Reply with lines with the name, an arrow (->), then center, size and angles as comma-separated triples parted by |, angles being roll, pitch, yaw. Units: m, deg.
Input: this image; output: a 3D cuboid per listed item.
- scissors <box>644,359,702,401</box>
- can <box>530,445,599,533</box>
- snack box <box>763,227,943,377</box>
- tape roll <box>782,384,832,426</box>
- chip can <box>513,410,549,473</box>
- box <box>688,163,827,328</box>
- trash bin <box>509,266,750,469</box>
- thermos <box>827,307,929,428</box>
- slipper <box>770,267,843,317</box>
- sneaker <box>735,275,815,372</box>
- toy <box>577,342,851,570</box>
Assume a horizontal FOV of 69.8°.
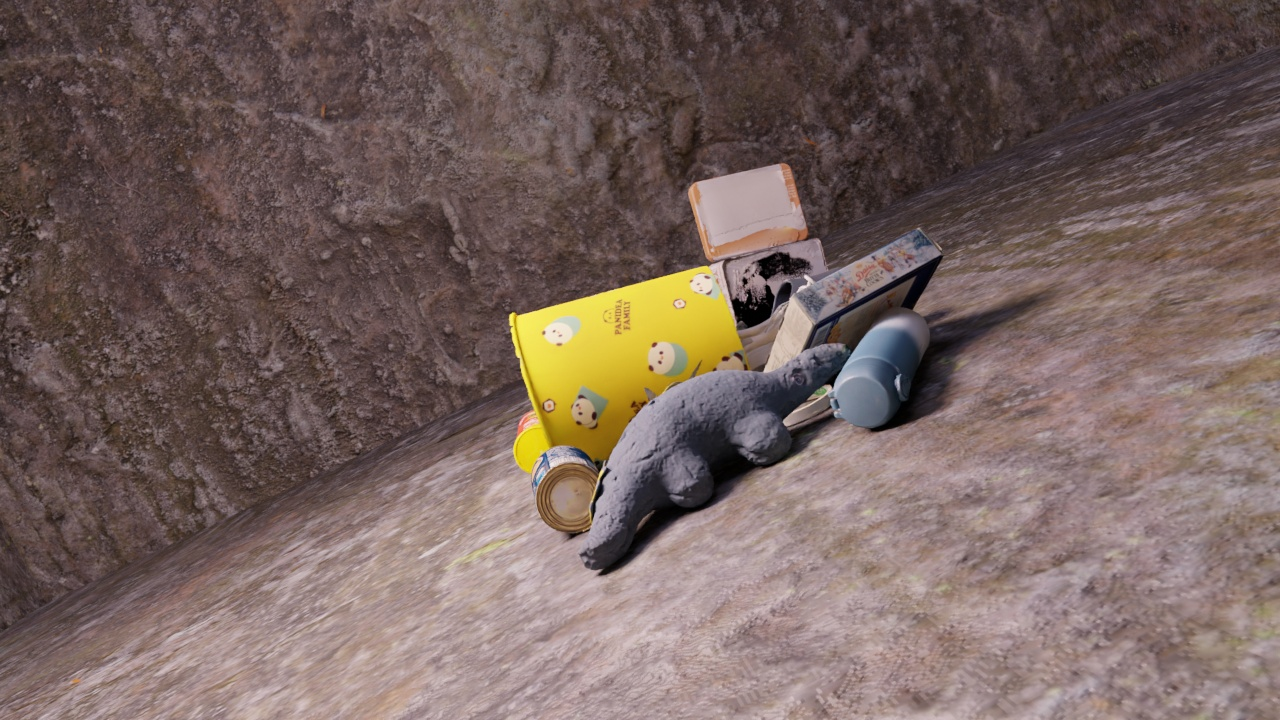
scissors -> 0.029, 0.068, 1.004 | 0.159, 0.014, 0.181 | -46, -32, 7
can -> -0.078, 0.136, 0.977 | 0.075, 0.075, 0.111 | -26, 7, -6
snack box -> 0.232, -0.044, 1.028 | 0.182, 0.046, 0.178 | -28, -25, -20
tape roll -> 0.172, 0.050, 1.001 | 0.086, 0.014, 0.085 | -25, 6, 3
chip can -> -0.155, 0.121, 1.406 | 0.073, 0.073, 0.216 | -25, 6, -3
box -> 0.192, -0.177, 1.464 | 0.177, 0.260, 0.082 | -14, 1, -13
trash bin -> -0.007, 0.007, 1.161 | 0.255, 0.229, 0.229 | -20, 7, 0
thermos -> 0.240, 0.005, 0.901 | 0.070, 0.070, 0.219 | -21, 8, 28
slipper -> 0.227, -0.079, 1.334 | 0.267, 0.083, 0.111 | -38, -5, -21
sneaker -> 0.229, -0.057, 1.201 | 0.243, 0.090, 0.089 | -26, -26, 24
toy -> 0.058, 0.075, 0.892 | 0.355, 0.091, 0.138 | -34, 28, -24
